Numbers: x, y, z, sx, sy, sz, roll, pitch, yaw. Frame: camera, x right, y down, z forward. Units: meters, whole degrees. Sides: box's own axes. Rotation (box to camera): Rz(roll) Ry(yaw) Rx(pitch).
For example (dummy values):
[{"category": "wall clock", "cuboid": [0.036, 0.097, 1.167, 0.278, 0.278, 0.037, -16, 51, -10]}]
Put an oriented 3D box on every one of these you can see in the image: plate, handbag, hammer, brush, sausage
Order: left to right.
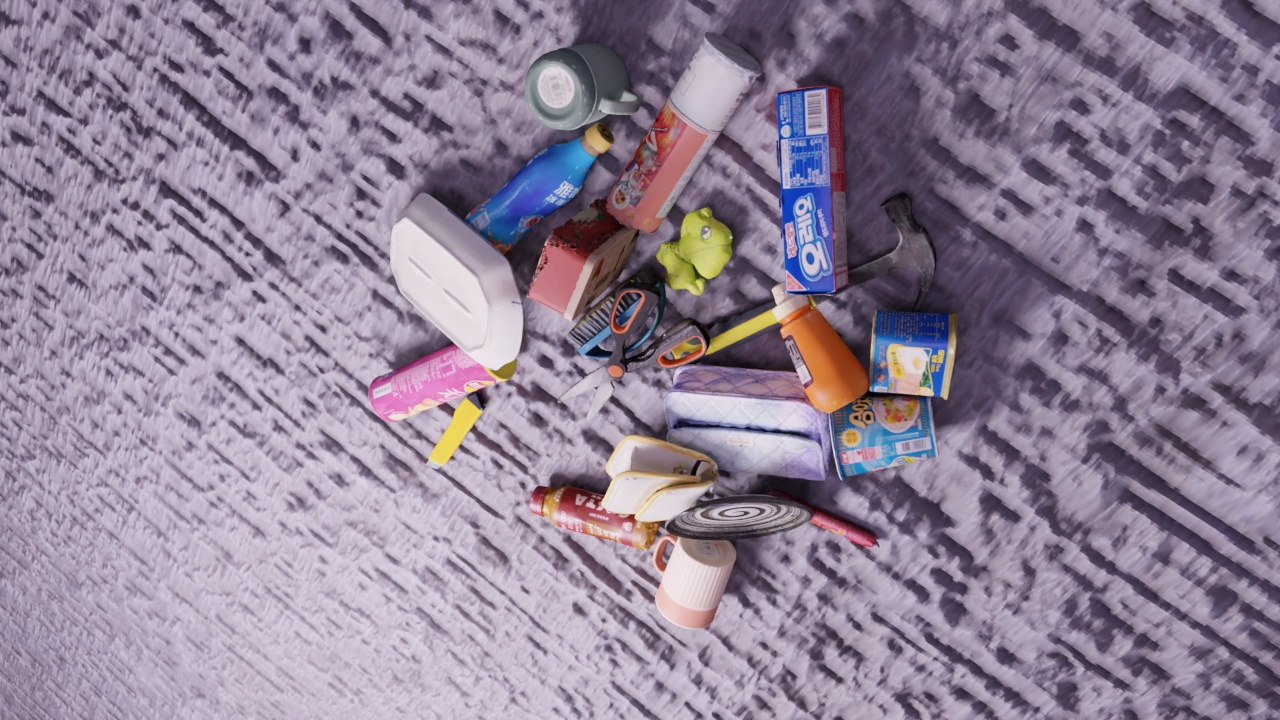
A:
[{"category": "plate", "cuboid": [-0.235, -0.095, 1.122, 0.266, 0.034, 0.162, 40, 132, 31]}, {"category": "brush", "cuboid": [-0.022, -0.047, 1.106, 0.144, 0.055, 0.073, -39, 94, 31]}, {"category": "handbag", "cuboid": [0.046, 0.161, 1.124, 0.178, 0.063, 0.164, 15, 155, -5]}, {"category": "plate", "cuboid": [0.118, 0.187, 1.112, 0.180, 0.179, 0.024, -17, 62, 28]}, {"category": "handbag", "cuboid": [0.124, 0.077, 1.082, 0.194, 0.075, 0.134, 3, 132, 23]}, {"category": "hammer", "cuboid": [0.176, -0.061, 1.032, 0.324, 0.031, 0.126, -25, 100, 29]}, {"category": "sausage", "cuboid": [0.222, 0.194, 1.134, 0.156, 0.020, 0.020, 25, 120, 11]}]

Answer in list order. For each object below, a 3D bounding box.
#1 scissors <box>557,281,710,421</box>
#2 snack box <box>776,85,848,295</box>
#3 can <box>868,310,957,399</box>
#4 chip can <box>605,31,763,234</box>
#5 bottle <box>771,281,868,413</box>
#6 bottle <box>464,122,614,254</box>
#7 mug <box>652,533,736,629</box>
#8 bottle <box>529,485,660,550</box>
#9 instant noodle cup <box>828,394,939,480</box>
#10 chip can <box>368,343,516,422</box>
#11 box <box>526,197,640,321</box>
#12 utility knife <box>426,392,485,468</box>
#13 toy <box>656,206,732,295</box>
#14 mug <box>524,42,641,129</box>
[{"category": "scissors", "cuboid": [-0.024, -0.010, 1.094, 0.227, 0.021, 0.198, -12, 123, 22]}, {"category": "snack box", "cuboid": [0.178, -0.172, 0.943, 0.057, 0.058, 0.207, 1, 102, 27]}, {"category": "can", "cuboid": [0.287, -0.007, 0.974, 0.083, 0.057, 0.102, 4, 142, 14]}, {"category": "chip can", "cuboid": [0.043, -0.238, 0.986, 0.071, 0.071, 0.215, 37, 122, 3]}, {"category": "bottle", "cuboid": [0.186, -0.019, 0.990, 0.067, 0.066, 0.149, -33, 83, 30]}, {"category": "bottle", "cuboid": [-0.118, -0.201, 1.073, 0.219, 0.065, 0.065, -34, 97, 30]}, {"category": "mug", "cuboid": [0.063, 0.275, 1.208, 0.114, 0.081, 0.106, 39, 124, 37]}, {"category": "bottle", "cuboid": [-0.063, 0.207, 1.235, 0.175, 0.057, 0.057, 11, 116, 18]}, {"category": "instant noodle cup", "cuboid": [0.272, 0.079, 1.023, 0.110, 0.099, 0.099, -8, 109, 18]}, {"category": "chip can", "cuboid": [-0.267, 0.022, 1.231, 0.211, 0.071, 0.071, -20, 104, 29]}, {"category": "box", "cuboid": [-0.066, -0.122, 1.025, 0.077, 0.167, 0.091, 28, 120, 5]}, {"category": "utility knife", "cuboid": [-0.263, 0.102, 1.296, 0.033, 0.015, 0.168, 44, 123, 7]}, {"category": "toy", "cuboid": [0.065, -0.123, 1.051, 0.100, 0.031, 0.097, -12, 107, 31]}, {"category": "mug", "cuboid": [-0.057, -0.289, 0.983, 0.112, 0.106, 0.082, 25, 119, 10]}]
